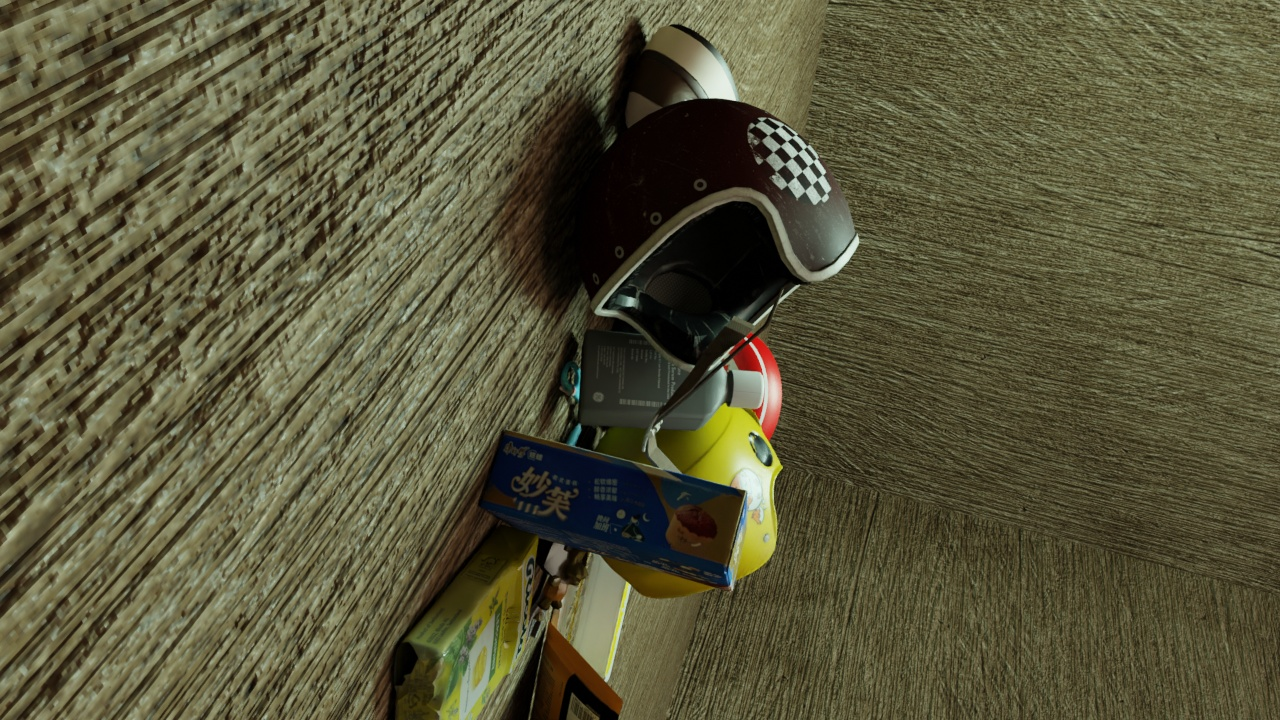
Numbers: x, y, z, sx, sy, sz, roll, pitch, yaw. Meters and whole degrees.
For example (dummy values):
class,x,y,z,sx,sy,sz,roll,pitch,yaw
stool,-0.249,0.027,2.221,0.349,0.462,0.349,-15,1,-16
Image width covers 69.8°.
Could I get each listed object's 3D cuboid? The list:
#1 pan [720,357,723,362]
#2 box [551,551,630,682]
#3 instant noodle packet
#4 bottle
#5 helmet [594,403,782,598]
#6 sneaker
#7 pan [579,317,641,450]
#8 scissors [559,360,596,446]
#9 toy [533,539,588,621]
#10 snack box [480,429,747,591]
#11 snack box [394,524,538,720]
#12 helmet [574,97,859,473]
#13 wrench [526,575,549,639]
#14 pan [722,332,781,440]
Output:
class,x,y,z,sx,sy,sz,roll,pitch,yaw
pan,0.084,-0.044,1.058,0.356,0.044,0.203,98,8,-56
box,-0.055,0.290,1.089,0.079,0.080,0.209,-18,122,-79
instant noodle packet,-0.083,0.425,1.009,0.032,0.160,0.221,3,105,-35
bottle,0.030,0.022,0.877,0.046,0.174,0.083,112,-18,-69
helmet,0.026,0.116,0.952,0.139,0.210,0.239,40,42,-43
sneaker,0.040,-0.209,0.948,0.116,0.112,0.294,-53,166,-6
pan,-0.032,0.041,1.055,0.355,0.021,0.199,-64,163,-44
scissors,-0.065,0.060,0.913,0.135,0.015,0.135,56,47,-61
toy,-0.082,0.216,0.923,0.076,0.063,0.100,20,89,-59
snack box,-0.014,0.132,0.784,0.155,0.203,0.069,71,35,-69
snack box,-0.132,0.225,0.721,0.180,0.045,0.121,-49,150,-67
helmet,0.061,-0.089,0.787,0.233,0.253,0.234,-43,-179,-37
wrench,-0.068,0.181,1.016,0.070,0.010,0.272,85,26,-59
pan,0.058,0.110,1.290,0.067,0.209,0.357,14,117,-48
